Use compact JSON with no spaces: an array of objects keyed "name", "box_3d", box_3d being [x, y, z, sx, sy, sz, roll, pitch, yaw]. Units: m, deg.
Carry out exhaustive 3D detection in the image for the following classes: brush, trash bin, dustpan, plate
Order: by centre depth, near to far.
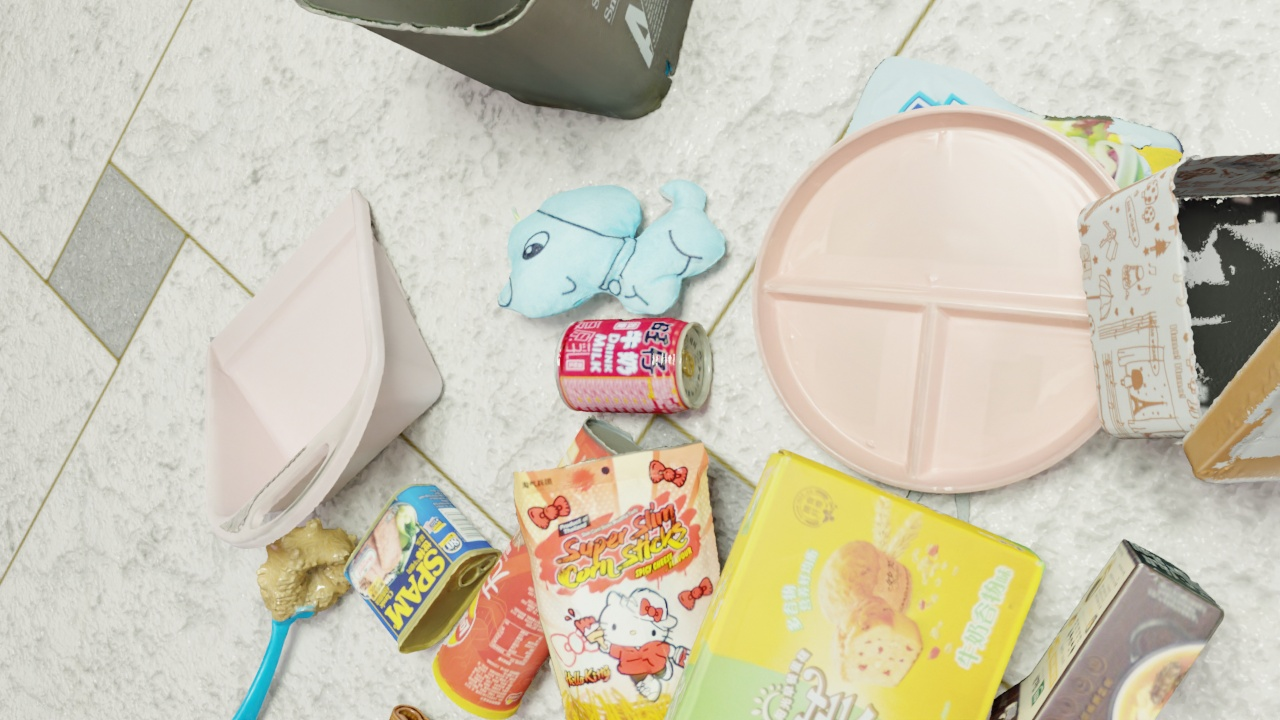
[{"name":"plate","box_3d":[0.178,-0.035,0.553,0.230,0.028,0.229,3,95,30]},{"name":"trash bin","box_3d":[-0.074,-0.274,0.610,0.199,0.219,0.199,17,92,26]},{"name":"dustpan","box_3d":[-0.279,0.007,0.723,0.223,0.138,0.273,-44,70,16]},{"name":"brush","box_3d":[-0.301,0.236,0.757,0.046,0.083,0.255,42,110,39]}]

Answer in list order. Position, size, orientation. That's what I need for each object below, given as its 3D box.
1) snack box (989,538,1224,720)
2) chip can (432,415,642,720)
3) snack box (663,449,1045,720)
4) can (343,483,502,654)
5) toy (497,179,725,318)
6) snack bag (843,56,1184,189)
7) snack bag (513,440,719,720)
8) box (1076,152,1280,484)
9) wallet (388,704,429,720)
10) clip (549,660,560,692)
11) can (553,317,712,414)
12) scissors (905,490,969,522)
[{"name":"snack box","box_3d":[0.241,0.160,0.485,0.053,0.113,0.126,32,99,23]},{"name":"chip can","box_3d":[-0.066,0.147,0.649,0.073,0.073,0.217,36,101,23]},{"name":"snack box","box_3d":[0.114,0.176,0.530,0.158,0.070,0.210,22,87,5]},{"name":"can","box_3d":[-0.169,0.157,0.705,0.083,0.057,0.102,41,102,24]},{"name":"toy","box_3d":[-0.030,-0.082,0.664,0.161,0.050,0.156,-47,60,-3]},{"name":"snack bag","box_3d":[0.214,-0.115,0.565,0.191,0.038,0.110,27,104,25]},{"name":"snack bag","box_3d":[-0.005,0.162,0.595,0.128,0.073,0.208,-10,96,-2]},{"name":"box","box_3d":[0.322,-0.025,0.390,0.183,0.187,0.155,-4,82,-6]},{"name":"wallet","box_3d":[-0.166,0.344,0.694,0.108,0.031,0.132,26,104,25]},{"name":"clip","box_3d":[-0.035,0.250,0.644,0.035,0.071,0.100,-17,84,27]},{"name":"can","box_3d":[-0.004,0.004,0.636,0.094,0.066,0.066,0,85,25]},{"name":"scissors","box_3d":[0.195,0.018,0.575,0.166,0.012,0.156,-44,71,16]}]
